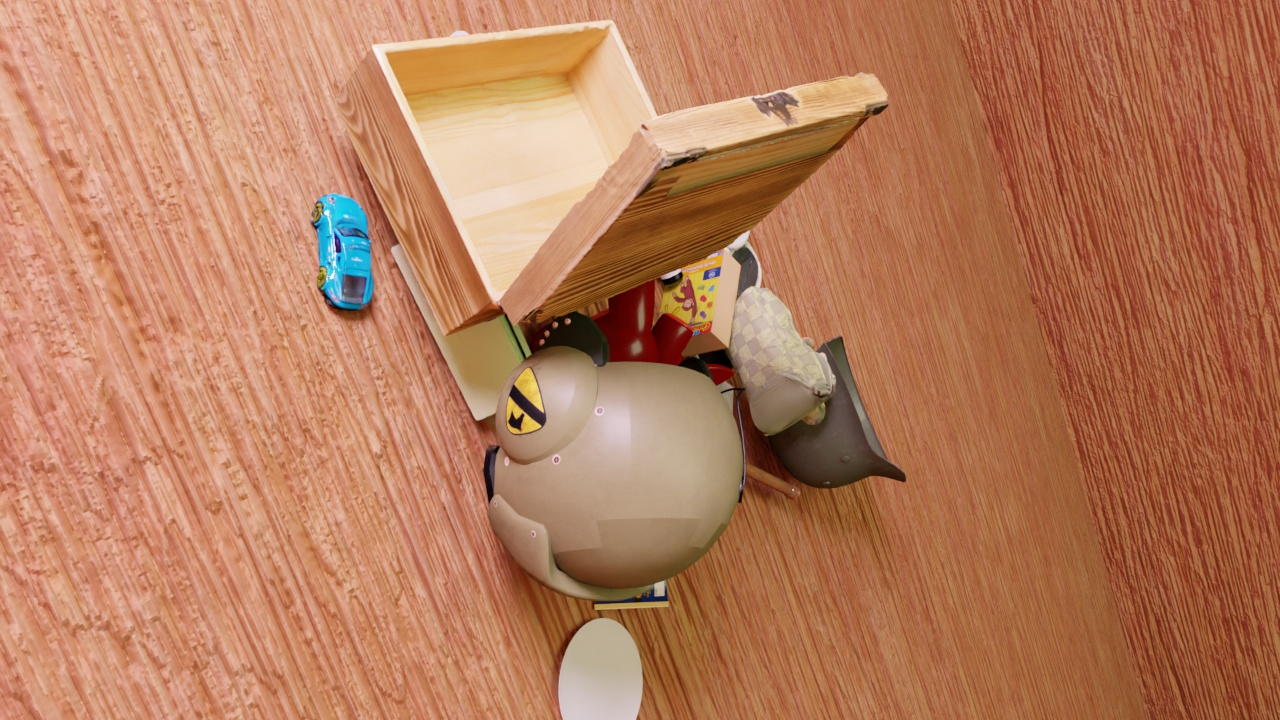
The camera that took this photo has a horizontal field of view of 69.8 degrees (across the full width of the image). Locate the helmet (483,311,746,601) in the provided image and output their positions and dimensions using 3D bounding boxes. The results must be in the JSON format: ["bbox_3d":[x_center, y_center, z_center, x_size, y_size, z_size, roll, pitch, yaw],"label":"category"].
[{"bbox_3d":[-0.033,0.098,0.832,0.250,0.256,0.232,19,62,-47],"label":"helmet"}]

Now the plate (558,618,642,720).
[{"bbox_3d":[-0.044,0.342,0.970,0.134,0.011,0.134,19,65,-49],"label":"plate"}]

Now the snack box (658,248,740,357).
[{"bbox_3d":[0.073,-0.071,1.178,0.040,0.088,0.125,39,51,-40],"label":"snack box"}]

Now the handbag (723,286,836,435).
[{"bbox_3d":[0.182,-0.003,1.172,0.116,0.113,0.186,-5,64,-41],"label":"handbag"}]

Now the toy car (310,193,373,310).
[{"bbox_3d":[-0.257,-0.096,0.801,0.048,0.032,0.105,4,75,-52],"label":"toy car"}]

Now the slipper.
[{"bbox_3d":[0.130,-0.074,1.279,0.111,0.063,0.263,53,41,-29],"label":"slipper"}]

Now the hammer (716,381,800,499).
[{"bbox_3d":[0.127,0.137,1.194,0.317,0.083,0.162,29,58,-46],"label":"hammer"}]

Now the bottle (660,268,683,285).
[{"bbox_3d":[0.013,-0.165,1.165,0.043,0.043,0.144,-45,116,-48],"label":"bottle"}]

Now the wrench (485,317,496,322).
[{"bbox_3d":[-0.134,-0.131,0.929,0.070,0.010,0.272,57,26,-32],"label":"wrench"}]

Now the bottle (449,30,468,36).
[{"bbox_3d":[-0.195,-0.274,0.923,0.044,0.044,0.136,44,48,-37],"label":"bottle"}]

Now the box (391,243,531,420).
[{"bbox_3d":[-0.169,-0.042,0.905,0.098,0.082,0.188,-141,-153,-78],"label":"box"}]

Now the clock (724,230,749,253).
[{"bbox_3d":[0.104,-0.208,1.271,0.125,0.073,0.160,54,43,-28],"label":"clock"}]

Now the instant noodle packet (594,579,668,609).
[{"bbox_3d":[-0.011,0.206,1.020,0.087,0.026,0.134,4,76,-22],"label":"instant noodle packet"}]

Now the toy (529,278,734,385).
[{"bbox_3d":[-0.006,0.006,1.004,0.197,0.158,0.120,41,18,-46],"label":"toy"}]

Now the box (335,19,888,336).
[{"bbox_3d":[-0.016,-0.180,0.755,0.278,0.337,0.286,-25,92,-43],"label":"box"}]

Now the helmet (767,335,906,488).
[{"bbox_3d":[0.256,0.089,1.299,0.268,0.154,0.226,57,13,-61],"label":"helmet"}]
